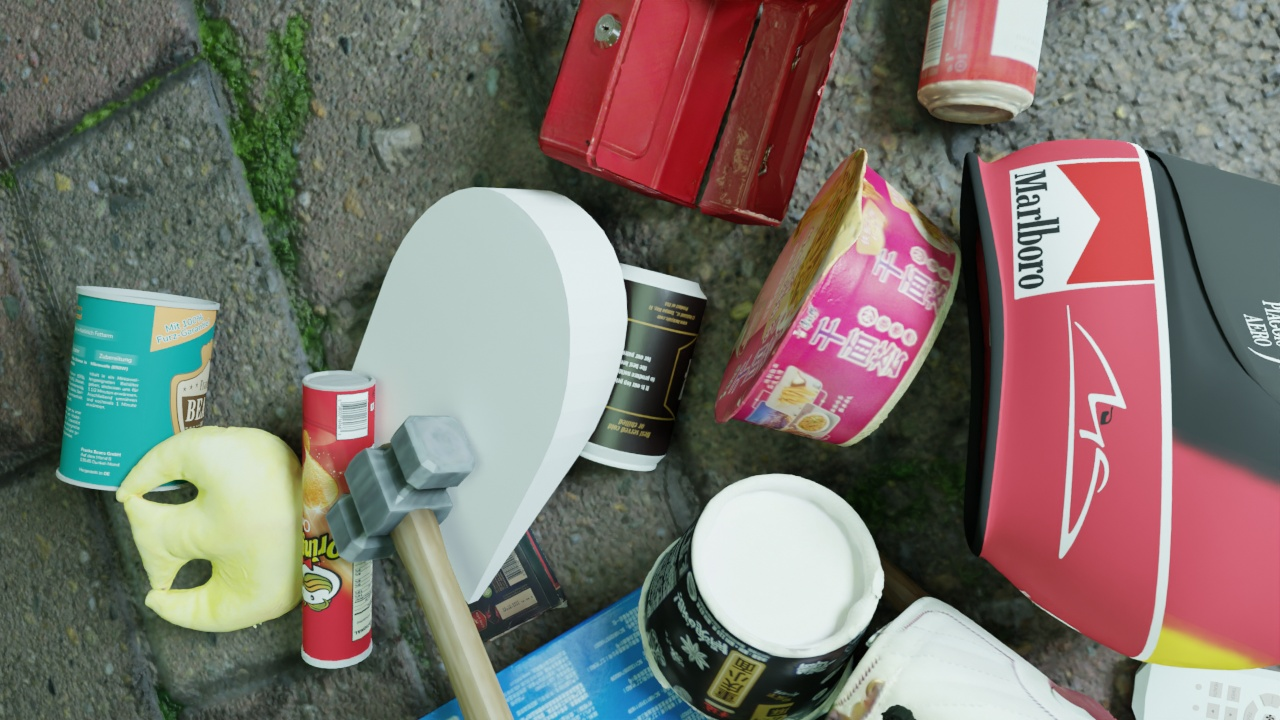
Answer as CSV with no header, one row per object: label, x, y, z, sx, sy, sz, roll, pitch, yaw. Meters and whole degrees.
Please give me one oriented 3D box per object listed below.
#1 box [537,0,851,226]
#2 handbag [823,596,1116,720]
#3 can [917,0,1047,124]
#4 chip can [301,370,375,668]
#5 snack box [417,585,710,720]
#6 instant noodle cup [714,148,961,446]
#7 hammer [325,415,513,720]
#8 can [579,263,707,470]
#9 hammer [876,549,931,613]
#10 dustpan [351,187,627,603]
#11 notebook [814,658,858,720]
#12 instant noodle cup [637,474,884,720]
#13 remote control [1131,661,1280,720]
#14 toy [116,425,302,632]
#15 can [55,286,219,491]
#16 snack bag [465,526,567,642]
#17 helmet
box,0.026,-0.177,0.573,0.156,0.147,0.157,16,96,-3
handbag,0.197,0.210,0.452,0.198,0.142,0.096,34,95,27
can,0.212,-0.233,0.552,0.067,0.067,0.170,8,93,16
chip can,-0.224,0.117,0.679,0.052,0.051,0.215,8,103,16
snack box,-0.020,0.274,0.594,0.239,0.056,0.195,-30,75,-2
instant noodle cup,0.118,-0.026,0.541,0.077,0.178,0.179,27,99,-3
hammer,-0.104,0.191,0.560,0.118,0.051,0.322,-45,61,29
can,-0.004,0.004,0.619,0.072,0.071,0.128,16,96,16
hammer,0.225,0.198,0.555,0.328,0.098,0.052,41,100,18
dustpan,-0.108,0.006,0.633,0.191,0.053,0.258,45,123,27
notebook,0.145,0.282,0.548,0.206,0.016,0.148,37,61,4
instant noodle cup,0.072,0.136,0.533,0.137,0.112,0.137,3,56,-4
remote control,0.368,0.208,0.537,0.143,0.024,0.049,6,93,18
toy,-0.306,0.130,0.703,0.154,0.064,0.170,-9,106,-15
can,-0.393,0.020,0.720,0.099,0.099,0.144,10,94,16
snack bag,-0.120,0.127,0.684,0.075,0.018,0.155,-29,83,15
helmet,0.284,0.018,0.471,0.225,0.197,0.270,1,83,17
